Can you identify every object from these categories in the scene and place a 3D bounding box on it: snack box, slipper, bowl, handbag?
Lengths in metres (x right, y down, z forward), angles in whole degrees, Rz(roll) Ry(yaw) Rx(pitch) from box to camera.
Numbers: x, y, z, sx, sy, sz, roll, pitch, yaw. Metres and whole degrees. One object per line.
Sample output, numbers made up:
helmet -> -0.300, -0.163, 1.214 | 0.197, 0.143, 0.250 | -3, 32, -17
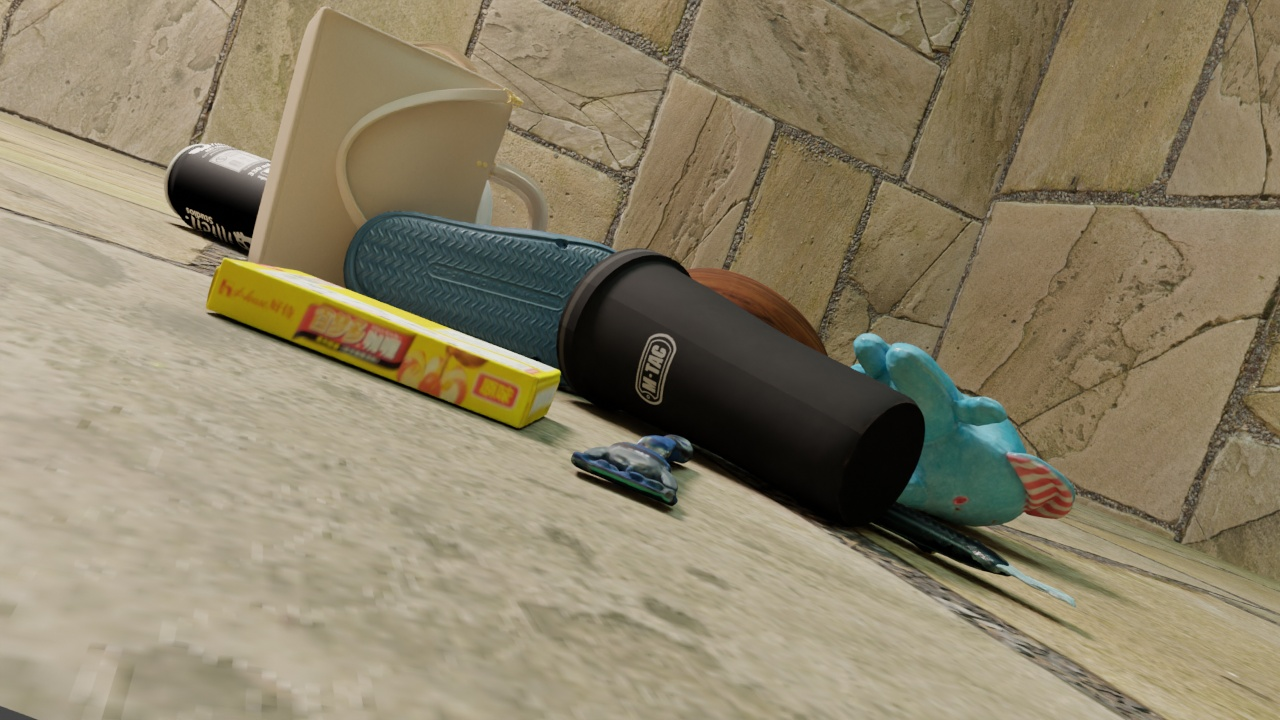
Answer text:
snack box -> -0.116, -0.009, 0.434 | 0.152, 0.025, 0.075 | 21, 3, 3
slipper -> -0.092, -0.039, 0.622 | 0.213, 0.103, 0.059 | 12, -16, -19
bowl -> 0.056, 0.011, 0.665 | 0.147, 0.068, 0.147 | 26, -34, 19
handbag -> -0.156, -0.126, 0.659 | 0.197, 0.194, 0.101 | 14, 2, -29

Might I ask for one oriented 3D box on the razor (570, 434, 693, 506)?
razor -> 0.006, 0.041, 0.407 | 0.044, 0.018, 0.141 | 20, 2, 10

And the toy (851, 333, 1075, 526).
toy -> 0.207, 0.057, 0.659 | 0.180, 0.114, 0.183 | 44, -11, -32

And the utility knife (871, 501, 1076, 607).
utility knife -> 0.140, 0.086, 0.485 | 0.028, 0.020, 0.198 | 17, 3, -36

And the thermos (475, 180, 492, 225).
thermos -> -0.191, -0.112, 0.845 | 0.131, 0.131, 0.222 | 20, -11, 3

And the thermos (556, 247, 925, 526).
thermos -> 0.050, 0.013, 0.529 | 0.105, 0.106, 0.219 | 17, 9, -47

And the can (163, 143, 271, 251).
can -> -0.334, -0.135, 0.798 | 0.146, 0.080, 0.080 | 21, 3, 20
